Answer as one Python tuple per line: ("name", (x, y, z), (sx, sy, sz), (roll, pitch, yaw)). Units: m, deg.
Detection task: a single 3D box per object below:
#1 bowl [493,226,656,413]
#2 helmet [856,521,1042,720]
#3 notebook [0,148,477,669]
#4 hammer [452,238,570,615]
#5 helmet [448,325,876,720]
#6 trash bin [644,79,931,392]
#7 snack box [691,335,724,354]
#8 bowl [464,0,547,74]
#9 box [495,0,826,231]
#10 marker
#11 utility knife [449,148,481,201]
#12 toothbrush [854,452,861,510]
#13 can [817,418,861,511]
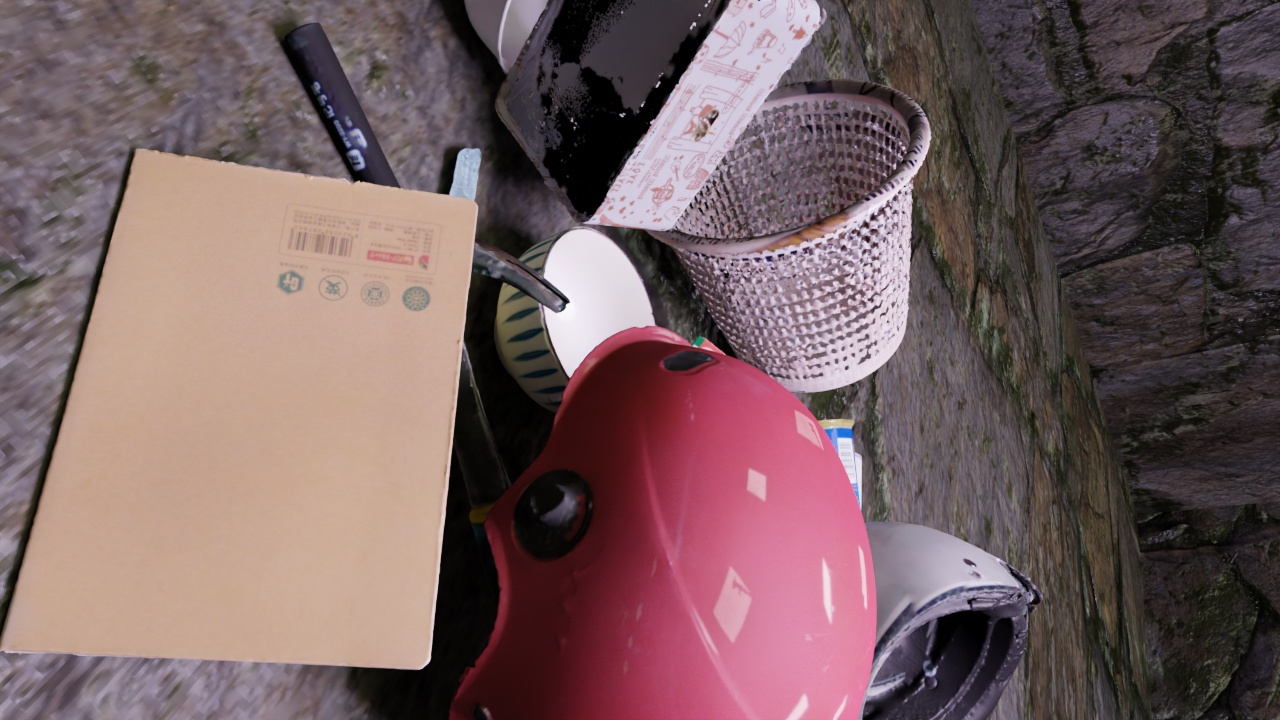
("bowl", (-0.047, -0.018, 0.568), (0.116, 0.066, 0.116), (27, 56, -49))
("helmet", (0.195, 0.227, 0.749), (0.230, 0.157, 0.274), (-51, 142, 0))
("notebook", (-0.149, 0.014, 0.372), (0.147, 0.008, 0.207), (7, 68, -13))
("hammer", (-0.068, 0.091, 0.475), (0.032, 0.126, 0.323), (-87, 163, -75))
("helmet", (0.038, 0.105, 0.437), (0.206, 0.144, 0.240), (23, 78, -51))
("trash bin", (0.130, -0.089, 0.752), (0.226, 0.228, 0.192), (-69, 146, -41))
("snack box", (0.003, 0.049, 0.612), (0.027, 0.077, 0.155), (37, 38, 4))
("bowl", (-0.079, -0.252, 0.591), (0.065, 0.119, 0.118), (36, 36, 7))
("box", (0.035, -0.189, 0.607), (0.193, 0.184, 0.157), (0, 48, -46))
("marker", (-0.148, -0.114, 0.491), (0.022, 0.020, 0.132), (-68, 137, -65))
("utility knife", (-0.110, -0.039, 0.523), (0.031, 0.021, 0.206), (35, 58, -50))
("toothbrush", (0.206, 0.195, 0.914), (0.026, 0.026, 0.220), (22, 57, -22))
("can", (0.130, 0.096, 0.765), (0.057, 0.102, 0.083), (8, 75, -55))
